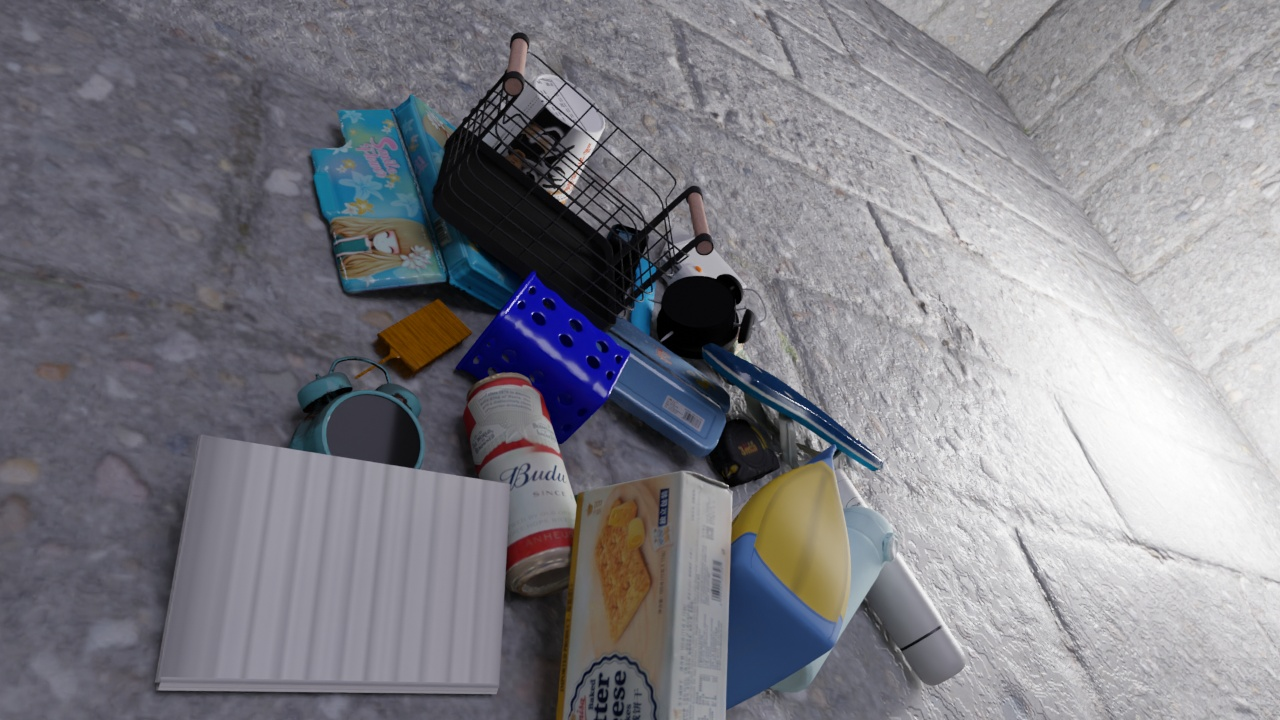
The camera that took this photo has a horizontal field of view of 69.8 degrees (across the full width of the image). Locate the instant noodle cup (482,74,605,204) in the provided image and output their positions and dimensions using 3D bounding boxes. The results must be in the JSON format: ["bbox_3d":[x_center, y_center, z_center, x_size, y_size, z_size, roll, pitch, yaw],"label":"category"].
[{"bbox_3d":[-0.106,-0.227,0.973,0.123,0.122,0.123,26,38,-23],"label":"instant noodle cup"}]

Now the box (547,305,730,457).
[{"bbox_3d":[-0.002,0.001,0.898,0.209,0.034,0.127,35,34,-4],"label":"box"}]

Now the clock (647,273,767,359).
[{"bbox_3d":[0.074,-0.051,0.979,0.120,0.043,0.091,-9,49,-6],"label":"clock"}]

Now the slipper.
[{"bbox_3d":[0.153,0.063,0.971,0.294,0.060,0.118,29,15,-43],"label":"slipper"}]

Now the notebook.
[{"bbox_3d":[-0.179,0.134,0.579,0.209,0.009,0.142,15,65,-35],"label":"notebook"}]

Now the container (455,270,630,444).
[{"bbox_3d":[-0.082,0.000,0.795,0.113,0.085,0.084,39,36,-9],"label":"container"}]

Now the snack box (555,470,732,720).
[{"bbox_3d":[0.002,0.184,0.605,0.057,0.104,0.207,25,60,-40],"label":"snack box"}]

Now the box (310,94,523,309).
[{"bbox_3d":[-0.204,-0.153,0.853,0.181,0.072,0.227,6,49,-43],"label":"box"}]

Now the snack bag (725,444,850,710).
[{"bbox_3d":[0.085,0.160,0.729,0.102,0.159,0.204,43,33,-5],"label":"snack bag"}]

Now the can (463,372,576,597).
[{"bbox_3d":[-0.090,0.093,0.705,0.067,0.067,0.170,10,47,-39],"label":"can"}]

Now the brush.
[{"bbox_3d":[-0.191,-0.010,0.753,0.048,0.017,0.126,45,35,1],"label":"brush"}]

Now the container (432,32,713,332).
[{"bbox_3d":[-0.064,-0.161,0.856,0.241,0.130,0.162,36,28,-27],"label":"container"}]

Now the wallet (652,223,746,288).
[{"bbox_3d":[0.062,-0.114,1.101,0.115,0.038,0.118,49,32,8],"label":"wallet"}]

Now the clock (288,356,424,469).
[{"bbox_3d":[-0.196,0.051,0.648,0.090,0.053,0.124,13,57,-35],"label":"clock"}]

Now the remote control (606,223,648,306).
[{"bbox_3d":[-0.026,-0.109,1.005,0.047,0.022,0.149,17,38,1],"label":"remote control"}]

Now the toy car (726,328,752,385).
[{"bbox_3d":[0.093,-0.019,1.022,0.112,0.047,0.047,46,31,3],"label":"toy car"}]

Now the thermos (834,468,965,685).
[{"bbox_3d":[0.243,0.216,0.921,0.052,0.052,0.224,-7,59,-48],"label":"thermos"}]

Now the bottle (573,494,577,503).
[{"bbox_3d":[-0.011,0.135,0.761,0.111,0.043,0.043,12,46,-38],"label":"bottle"}]

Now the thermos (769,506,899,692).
[{"bbox_3d":[0.166,0.205,0.821,0.206,0.078,0.065,-36,115,-47],"label":"thermos"}]

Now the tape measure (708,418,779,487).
[{"bbox_3d":[0.097,0.093,0.920,0.067,0.038,0.062,-11,70,-46],"label":"tape measure"}]

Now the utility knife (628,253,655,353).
[{"bbox_3d":[0.000,-0.060,1.001,0.031,0.015,0.174,27,40,-18],"label":"utility knife"}]
